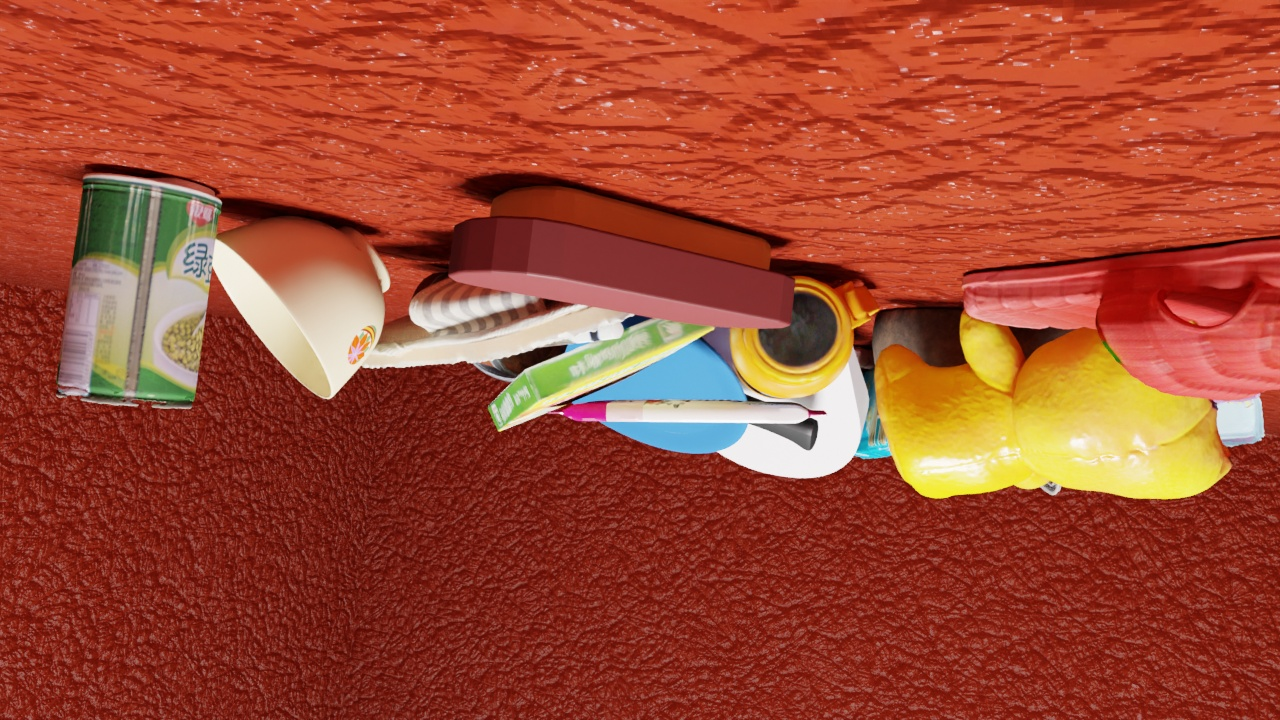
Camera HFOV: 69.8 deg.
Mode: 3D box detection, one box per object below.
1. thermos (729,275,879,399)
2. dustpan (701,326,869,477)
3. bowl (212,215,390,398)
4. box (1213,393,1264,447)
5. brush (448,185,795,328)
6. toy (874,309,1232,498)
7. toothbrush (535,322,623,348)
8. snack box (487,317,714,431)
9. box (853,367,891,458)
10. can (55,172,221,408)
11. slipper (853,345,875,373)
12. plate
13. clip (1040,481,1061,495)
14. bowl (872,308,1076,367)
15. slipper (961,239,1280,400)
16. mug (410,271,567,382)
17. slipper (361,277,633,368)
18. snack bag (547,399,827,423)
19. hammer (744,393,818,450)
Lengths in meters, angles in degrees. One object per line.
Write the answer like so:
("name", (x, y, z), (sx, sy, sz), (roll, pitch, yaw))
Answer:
("thermos", (0.103, -0.018, 0.620), (0.076, 0.091, 0.232), (35, -179, 7))
("dustpan", (0.120, 0.020, 0.884), (0.192, 0.053, 0.258), (6, 144, 26))
("bowl", (-0.201, -0.045, 0.573), (0.073, 0.118, 0.118), (-41, -156, -27))
("box", (0.400, 0.041, 0.780), (0.215, 0.040, 0.151), (-7, 148, 32))
("brush", (-0.004, -0.048, 0.442), (0.173, 0.042, 0.082), (8, 177, -35))
("toy", (0.240, 0.033, 0.563), (0.194, 0.134, 0.087), (-7, -150, 39))
("toothbrush", (-0.074, -0.015, 0.621), (0.187, 0.012, 0.017), (-5, -147, 48))
("snack box", (-0.035, 0.007, 0.664), (0.131, 0.027, 0.168), (-23, 177, -20))
("box", (0.269, 0.026, 0.916), (0.086, 0.168, 0.227), (47, 176, 6))
("can", (-0.270, -0.037, 0.496), (0.067, 0.121, 0.067), (7, 178, 0))
("slipper", (0.202, 0.019, 1.079), (0.197, 0.081, 0.093), (9, 179, 8))
("plate", (-0.005, 0.005, 0.813), (0.224, 0.024, 0.225), (22, 149, 14))
("clip", (0.370, 0.048, 0.920), (0.105, 0.127, 0.151), (-2, -156, -16))
("bowl", (0.257, 0.007, 0.694), (0.162, 0.070, 0.162), (7, 178, 0))
("slipper", (0.246, -0.012, 0.405), (0.103, 0.059, 0.249), (8, 179, -24))
("mug", (-0.116, -0.022, 0.745), (0.111, 0.081, 0.117), (10, 144, 35))
("slipper", (-0.098, -0.033, 0.595), (0.273, 0.054, 0.114), (-7, -168, 45))
("snack bag", (0.035, 0.036, 0.669), (0.197, 0.016, 0.070), (0, 180, 10))
("hammer", (0.013, 0.015, 0.867), (0.324, 0.029, 0.127), (19, 150, 21))
